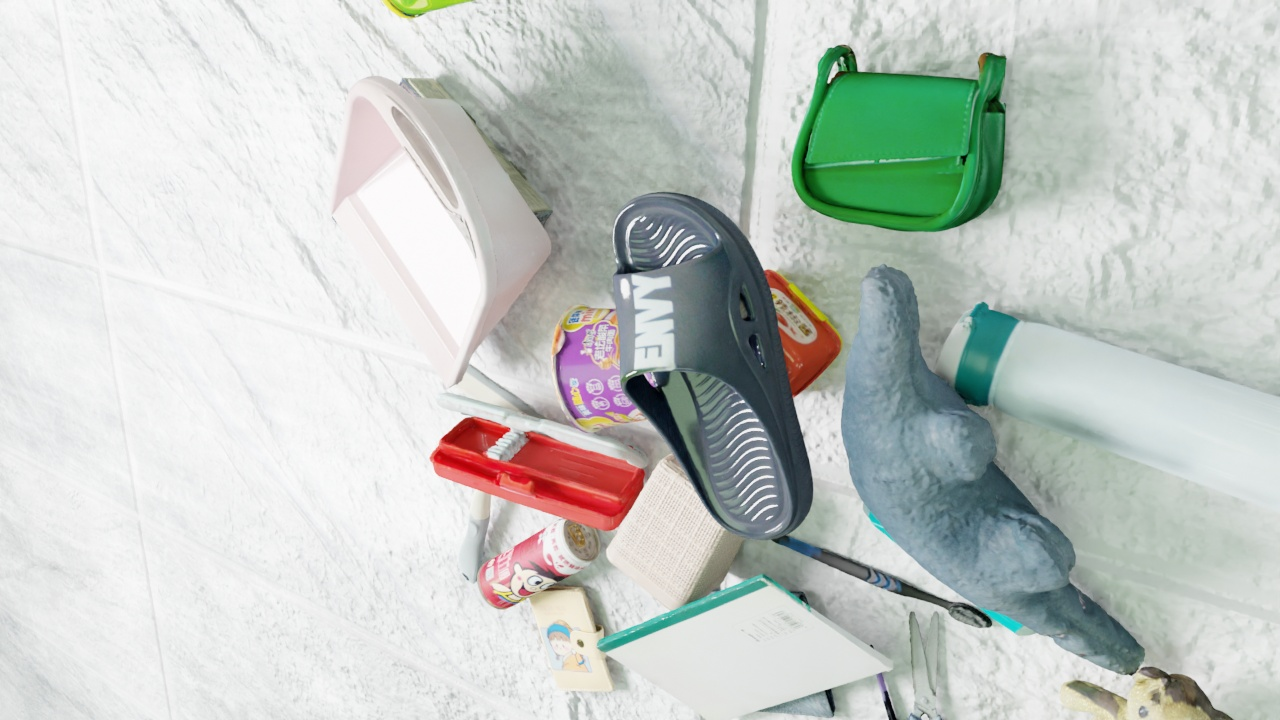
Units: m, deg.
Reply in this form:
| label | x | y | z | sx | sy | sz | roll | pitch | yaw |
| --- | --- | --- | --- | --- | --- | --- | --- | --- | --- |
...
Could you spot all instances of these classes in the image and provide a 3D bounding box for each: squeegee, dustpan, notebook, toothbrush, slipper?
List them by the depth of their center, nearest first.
| label | x | y | z | sx | sy | sz | roll | pitch | yaw |
| --- | --- | --- | --- | --- | --- | --- | --- | --- | --- |
| slipper | 0.044 | 0.012 | 0.643 | 0.111 | 0.083 | 0.268 | -15 | 98 | 35 |
| toothbrush | 0.187 | 0.175 | 0.740 | 0.190 | 0.016 | 0.014 | 18 | 102 | 29 |
| toothbrush | 0.221 | 0.324 | 0.767 | 0.017 | 0.014 | 0.189 | -14 | 97 | 29 |
| notebook | 0.081 | 0.248 | 0.771 | 0.150 | 0.012 | 0.210 | 38 | 133 | -19 |
| dustpan | -0.201 | -0.110 | 0.778 | 0.274 | 0.138 | 0.222 | -41 | 82 | 34 |
| squeegee | -0.161 | 0.147 | 0.952 | 0.246 | 0.039 | 0.247 | 33 | 121 | 22 |

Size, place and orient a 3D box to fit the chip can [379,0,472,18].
| label | x | y | z | sx | sy | sz | roll | pitch | yaw |
| --- | --- | --- | --- | --- | --- | --- | --- | --- | --- |
| chip can | -0.122 | -0.334 | 0.748 | 0.222 | 0.072 | 0.072 | 2 | 106 | 33 |

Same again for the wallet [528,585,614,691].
| label | x | y | z | sx | sy | sz | roll | pitch | yaw |
| --- | --- | --- | --- | --- | --- | --- | --- | --- | --- |
| wallet | -0.070 | 0.287 | 0.947 | 0.087 | 0.024 | 0.115 | -10 | 98 | 41 |

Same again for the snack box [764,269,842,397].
| label | x | y | z | sx | sy | sz | roll | pitch | yaw |
| --- | --- | --- | --- | --- | --- | --- | --- | --- | --- |
| snack box | 0.093 | -0.012 | 0.702 | 0.091 | 0.079 | 0.082 | 47 | 126 | 12 |

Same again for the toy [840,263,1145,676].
| label | x | y | z | sx | sy | sz | roll | pitch | yaw |
| --- | --- | --- | --- | --- | --- | --- | --- | --- | --- |
| toy | 0.217 | 0.089 | 0.625 | 0.356 | 0.091 | 0.138 | 51 | 152 | -15 |

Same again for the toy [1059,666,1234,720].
| label | x | y | z | sx | sy | sz | roll | pitch | yaw |
| --- | --- | --- | --- | --- | --- | --- | --- | --- | --- |
| toy | 0.336 | 0.270 | 0.639 | 0.105 | 0.066 | 0.158 | 30 | 133 | 13 |

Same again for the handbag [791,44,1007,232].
| label | x | y | z | sx | sy | sz | roll | pitch | yaw |
| --- | --- | --- | --- | --- | --- | --- | --- | --- | --- |
| handbag | 0.176 | -0.147 | 0.616 | 0.131 | 0.067 | 0.120 | 16 | 106 | 31 |

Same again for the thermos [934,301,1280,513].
| label | x | y | z | sx | sy | sz | roll | pitch | yaw |
| --- | --- | --- | --- | --- | --- | --- | --- | --- | --- |
| thermos | 0.302 | 0.028 | 0.583 | 0.224 | 0.073 | 0.073 | 22 | 116 | 27 |

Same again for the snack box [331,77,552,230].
| label | x | y | z | sx | sy | sz | roll | pitch | yaw |
| --- | --- | --- | --- | --- | --- | --- | --- | --- | --- |
| snack box | -0.195 | -0.140 | 0.877 | 0.178 | 0.045 | 0.183 | 49 | 125 | 11 |

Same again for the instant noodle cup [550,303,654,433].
| label | x | y | z | sx | sy | sz | roll | pitch | yaw |
| --- | --- | --- | --- | --- | --- | --- | --- | --- | --- |
| instant noodle cup | -0.005 | 0.004 | 0.763 | 0.099 | 0.111 | 0.111 | -3 | 103 | 26 |

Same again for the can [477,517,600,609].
| label | x | y | z | sx | sy | sz | roll | pitch | yaw |
| --- | --- | --- | --- | --- | --- | --- | --- | --- | --- |
| can | -0.102 | 0.201 | 0.915 | 0.133 | 0.053 | 0.053 | -34 | 85 | 32 |

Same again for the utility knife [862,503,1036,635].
| label | x | y | z | sx | sy | sz | roll | pitch | yaw |
| --- | --- | --- | --- | --- | --- | --- | --- | --- | --- |
| utility knife | 0.236 | 0.156 | 0.703 | 0.161 | 0.013 | 0.029 | 38 | 120 | 22 |

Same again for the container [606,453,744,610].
| label | x | y | z | sx | sy | sz | roll | pitch | yaw |
| --- | --- | --- | --- | --- | --- | --- | --- | --- | --- |
| container | 0.043 | 0.135 | 0.781 | 0.090 | 0.090 | 0.111 | 35 | 118 | 20 |

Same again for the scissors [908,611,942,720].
| label | x | y | z | sx | sy | sz | roll | pitch | yaw |
| --- | --- | --- | --- | --- | --- | --- | --- | --- | --- |
| scissors | 0.220 | 0.283 | 0.744 | 0.129 | 0.012 | 0.173 | -30 | 91 | 21 |

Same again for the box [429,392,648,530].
| label | x | y | z | sx | sy | sz | roll | pitch | yaw |
| --- | --- | --- | --- | --- | --- | --- | --- | --- | --- |
| box | -0.095 | 0.073 | 0.839 | 0.201 | 0.094 | 0.092 | 14 | 128 | 21 |

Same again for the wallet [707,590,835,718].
| label | x | y | z | sx | sy | sz | roll | pitch | yaw |
| --- | --- | --- | --- | --- | --- | --- | --- | --- | --- |
| wallet | 0.115 | 0.260 | 0.816 | 0.097 | 0.019 | 0.121 | -10 | 101 | 38 |
